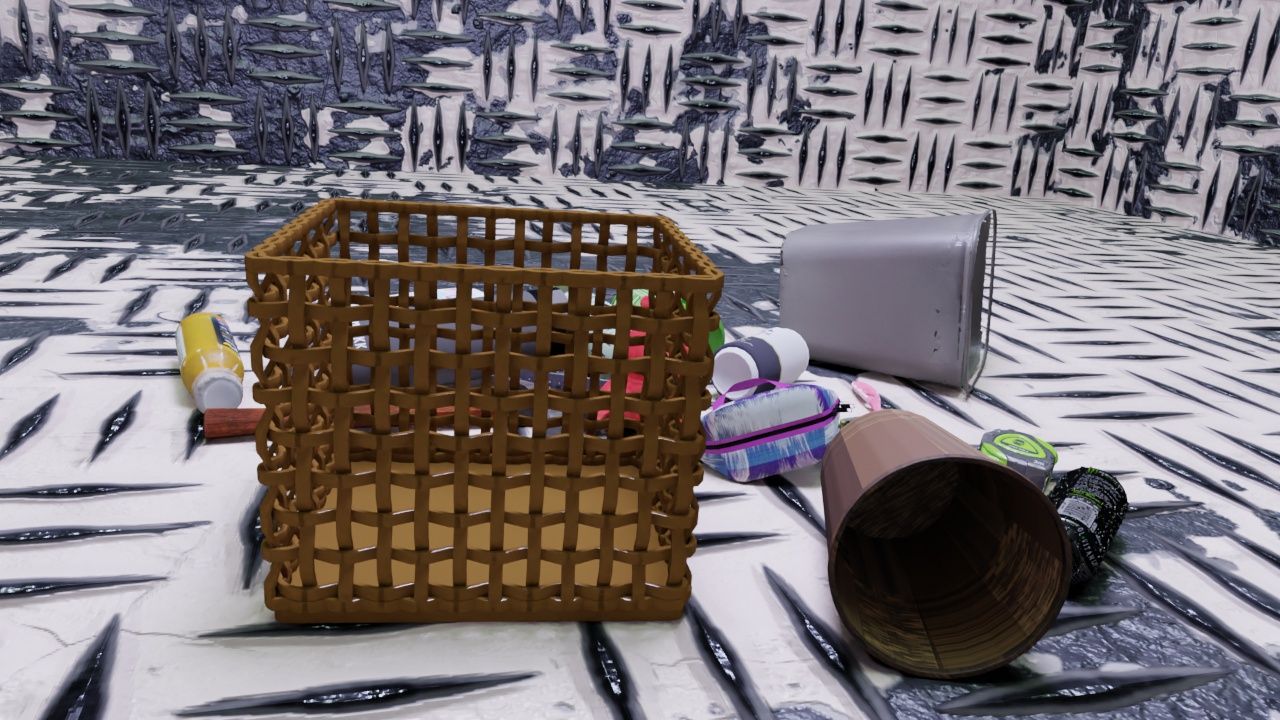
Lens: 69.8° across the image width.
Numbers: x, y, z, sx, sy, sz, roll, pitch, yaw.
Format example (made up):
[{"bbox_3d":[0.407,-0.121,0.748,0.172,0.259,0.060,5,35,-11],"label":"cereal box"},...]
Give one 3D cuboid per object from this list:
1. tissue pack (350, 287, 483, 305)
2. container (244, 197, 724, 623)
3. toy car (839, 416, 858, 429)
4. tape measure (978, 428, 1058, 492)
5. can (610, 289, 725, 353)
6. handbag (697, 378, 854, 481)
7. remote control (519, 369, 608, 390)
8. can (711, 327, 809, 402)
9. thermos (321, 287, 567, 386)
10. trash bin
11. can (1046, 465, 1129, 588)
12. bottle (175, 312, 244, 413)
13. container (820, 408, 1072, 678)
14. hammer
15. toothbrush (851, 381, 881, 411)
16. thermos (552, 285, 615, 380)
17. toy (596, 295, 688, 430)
[{"bbox_3d":[-0.233,-0.035,0.999,0.181,0.070,0.112,-8,22,-33],"label":"tissue pack"},{"bbox_3d":[-0.098,0.021,0.610,0.251,0.214,0.219,2,18,-8],"label":"container"},{"bbox_3d":[0.224,0.074,0.823,0.048,0.033,0.105,-7,17,-26],"label":"toy car"},{"bbox_3d":[0.328,0.089,0.802,0.066,0.036,0.058,20,33,33],"label":"tape measure"},{"bbox_3d":[0.026,-0.038,1.046,0.083,0.083,0.144,-5,20,-26],"label":"can"},{"bbox_3d":[0.108,0.047,0.830,0.144,0.068,0.170,-15,8,3],"label":"handbag"},{"bbox_3d":[-0.058,0.031,0.895,0.136,0.032,0.015,7,-1,4],"label":"remote control"},{"bbox_3d":[0.130,0.002,0.975,0.064,0.064,0.127,17,21,34],"label":"can"},{"bbox_3d":[-0.183,-0.019,0.910,0.240,0.082,0.082,-10,22,-29],"label":"thermos"},{"bbox_3d":[0.294,-0.080,1.096,0.220,0.197,0.196,6,16,26],"label":"trash bin"},{"bbox_3d":[0.317,0.119,0.669,0.054,0.054,0.137,16,21,33],"label":"can"},{"bbox_3d":[-0.404,0.003,0.864,0.053,0.053,0.186,-5,20,-28],"label":"bottle"},{"bbox_3d":[0.177,0.100,0.590,0.132,0.132,0.167,5,12,3],"label":"container"},{"bbox_3d":[-0.221,0.048,0.810,0.300,0.028,0.111,-2,19,-19],"label":"hammer"},{"bbox_3d":[0.241,0.042,0.957,0.021,0.016,0.135,4,18,-2],"label":"toothbrush"},{"bbox_3d":[-0.045,-0.026,1.010,0.082,0.082,0.231,-5,19,-27],"label":"thermos"},{"bbox_3d":[-0.005,0.005,0.846,0.094,0.133,0.088,-4,-4,15],"label":"toy"}]
